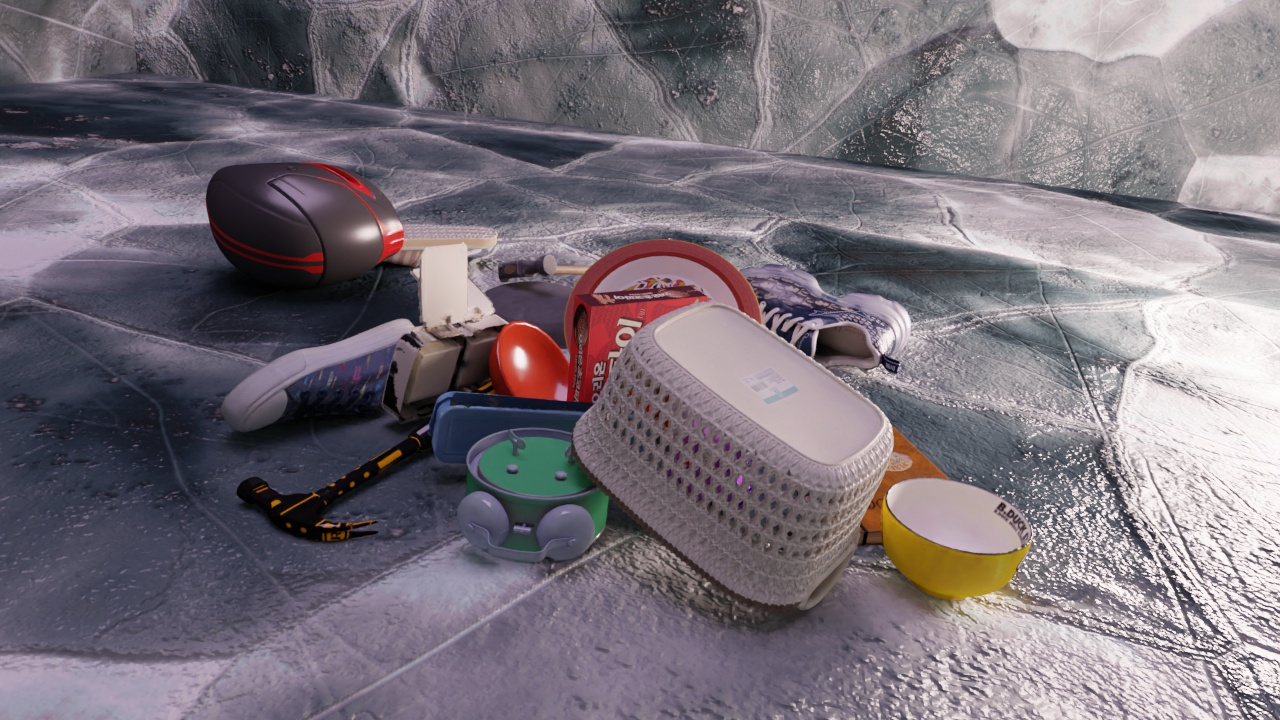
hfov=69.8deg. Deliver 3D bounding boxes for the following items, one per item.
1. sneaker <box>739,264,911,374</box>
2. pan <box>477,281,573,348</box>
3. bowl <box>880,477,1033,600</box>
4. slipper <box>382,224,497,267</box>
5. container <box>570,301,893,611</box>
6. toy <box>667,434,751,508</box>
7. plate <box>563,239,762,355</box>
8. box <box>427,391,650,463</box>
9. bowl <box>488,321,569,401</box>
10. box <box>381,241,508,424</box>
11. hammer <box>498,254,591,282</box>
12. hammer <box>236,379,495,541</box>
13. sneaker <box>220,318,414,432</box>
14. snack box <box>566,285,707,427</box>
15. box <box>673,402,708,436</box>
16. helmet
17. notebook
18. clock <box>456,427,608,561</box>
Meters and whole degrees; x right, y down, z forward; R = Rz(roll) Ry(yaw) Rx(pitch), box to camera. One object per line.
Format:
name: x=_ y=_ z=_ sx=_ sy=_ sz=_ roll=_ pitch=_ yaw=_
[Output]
sneaker: x=0.215 y=-0.044 z=1.206 sx=0.269 sy=0.103 sz=0.132 roll=15 pitch=30 yaw=13
pan: x=-0.081 y=-0.089 z=1.296 sx=0.179 sy=0.041 sz=0.356 roll=22 pitch=27 yaw=34
bowl: x=0.254 y=0.153 z=0.756 sx=0.117 sy=0.068 sz=0.117 roll=5 pitch=22 yaw=-2
slipper: x=-0.356 y=-0.181 z=1.437 sx=0.262 sy=0.052 sz=0.115 roll=-3 pitch=21 yaw=-11
container: x=0.076 y=0.066 z=0.736 sx=0.246 sy=0.143 sz=0.184 roll=37 pitch=37 yaw=21
toy: x=0.067 y=0.099 z=0.856 sx=0.088 sy=0.056 sz=0.105 roll=18 pitch=59 yaw=14
plate: x=0.026 y=-0.041 z=1.072 sx=0.230 sy=0.021 sz=0.229 roll=0 pitch=63 yaw=1
box: x=-0.092 y=0.061 z=0.862 sx=0.209 sy=0.066 sz=0.049 roll=5 pitch=26 yaw=-24
bowl: x=-0.118 y=0.020 z=0.960 sx=0.035 sy=0.122 sz=0.121 roll=-28 pitch=7 yaw=28
box: x=-0.206 y=-0.034 z=0.947 sx=0.095 sy=0.186 sz=0.145 roll=12 pitch=15 yaw=32
hammer: x=-0.077 y=-0.137 z=1.362 sx=0.120 sy=0.031 sz=0.330 roll=-3 pitch=4 yaw=37
hammer: x=-0.211 y=0.080 z=0.866 sx=0.123 sy=0.036 sz=0.319 roll=19 pitch=27 yaw=23
sneaker: x=-0.305 y=0.030 z=0.930 sx=0.079 sy=0.088 sz=0.234 roll=49 pitch=39 yaw=10
snack box: x=-0.006 y=0.005 z=0.937 sx=0.132 sy=0.152 sz=0.036 roll=-7 pitch=26 yaw=-30
box: x=0.066 y=0.027 z=0.899 sx=0.084 sy=0.163 sz=0.111 roll=3 pitch=28 yaw=12
helmet: x=-0.478 y=-0.181 z=1.256 sx=0.265 sy=0.165 sz=0.169 roll=20 pitch=36 yaw=7
notebook: x=0.213 y=0.108 z=0.928 sx=0.178 sy=0.014 sz=0.249 roll=0 pitch=23 yaw=-15
clock: x=-0.087 y=0.112 z=0.756 sx=0.122 sy=0.075 sz=0.161 roll=8 pitch=22 yaw=2
